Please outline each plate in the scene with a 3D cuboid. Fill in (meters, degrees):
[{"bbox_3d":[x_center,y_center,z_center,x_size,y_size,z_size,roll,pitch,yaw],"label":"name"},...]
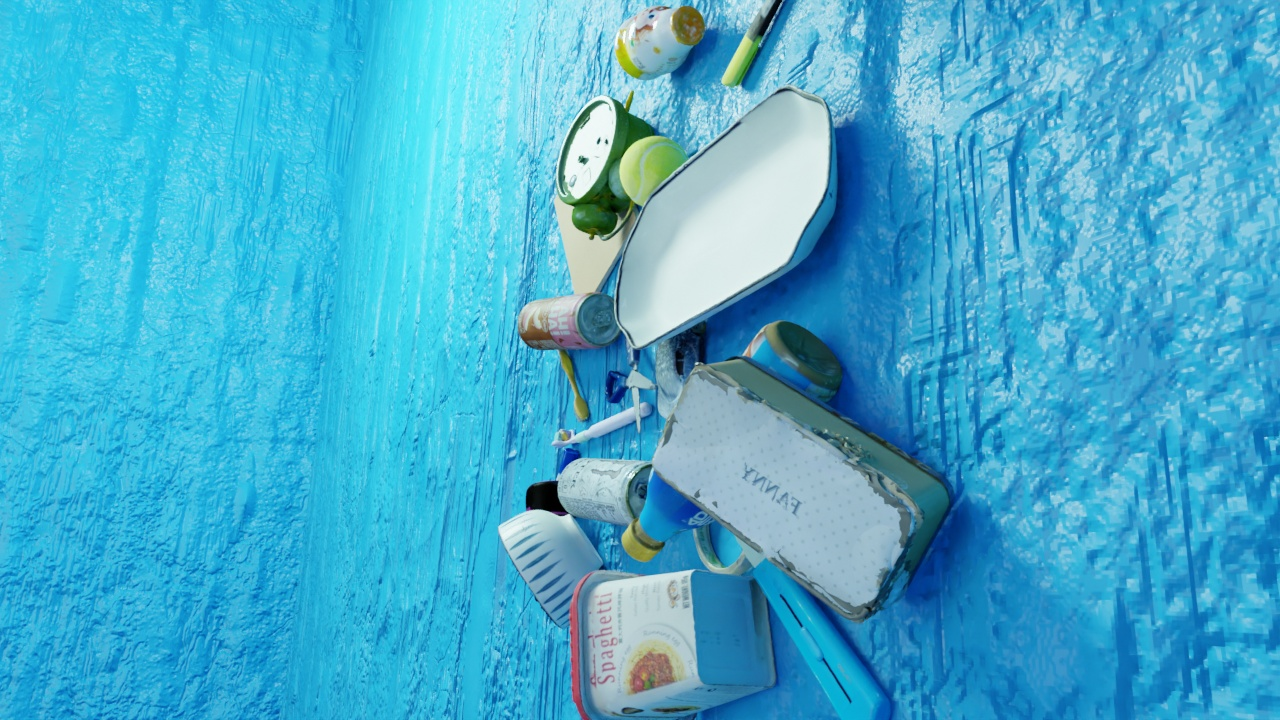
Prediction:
[{"bbox_3d":[0.065,-0.102,0.725,0.267,0.034,0.161,-31,48,49],"label":"plate"}]

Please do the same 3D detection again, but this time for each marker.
[{"bbox_3d":[-0.094,0.163,0.996,0.017,0.017,0.146,43,119,59],"label":"marker"},{"bbox_3d":[0.104,-0.284,0.764,0.124,0.015,0.018,-59,34,30],"label":"marker"}]

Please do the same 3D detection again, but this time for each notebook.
[{"bbox_3d":[-0.054,-0.170,1.038,0.148,0.008,0.207,-57,35,38],"label":"notebook"}]

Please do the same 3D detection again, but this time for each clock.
[{"bbox_3d":[-0.033,-0.194,0.938,0.116,0.056,0.161,-40,45,43],"label":"clock"}]

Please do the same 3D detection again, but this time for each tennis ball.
[{"bbox_3d":[0.014,-0.173,0.842,0.066,0.065,0.065,-31,55,57],"label":"tennis ball"}]

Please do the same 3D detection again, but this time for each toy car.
[{"bbox_3d":[0.032,0.004,0.788,0.049,0.031,0.105,-26,60,59],"label":"toy car"}]

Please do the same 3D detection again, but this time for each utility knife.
[{"bbox_3d":[0.103,0.166,0.599,0.187,0.018,0.034,55,128,51],"label":"utility knife"}]

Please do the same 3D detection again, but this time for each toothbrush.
[{"bbox_3d":[-0.039,0.065,0.921,0.021,0.029,0.190,57,147,-5],"label":"toothbrush"},{"bbox_3d":[-0.085,0.003,1.034,0.191,0.016,0.018,-113,33,-46],"label":"toothbrush"}]

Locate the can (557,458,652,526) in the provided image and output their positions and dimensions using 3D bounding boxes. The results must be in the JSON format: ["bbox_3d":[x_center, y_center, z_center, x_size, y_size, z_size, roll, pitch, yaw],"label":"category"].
[{"bbox_3d":[-0.021,0.118,0.823,0.147,0.058,0.058,-9,73,62],"label":"can"}]

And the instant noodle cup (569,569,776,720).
[{"bbox_3d":[0.024,0.203,0.662,0.124,0.116,0.116,-31,54,42],"label":"instant noodle cup"}]

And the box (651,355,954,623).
[{"bbox_3d":[0.087,0.067,0.551,0.184,0.061,0.090,37,116,32],"label":"box"}]

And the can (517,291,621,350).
[{"bbox_3d":[-0.077,-0.040,0.976,0.147,0.057,0.058,-1,81,59],"label":"can"}]

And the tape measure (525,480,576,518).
[{"bbox_3d":[-0.091,0.149,0.951,0.058,0.057,0.039,104,164,-67],"label":"tape measure"}]

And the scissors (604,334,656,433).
[{"bbox_3d":[-0.010,0.016,0.854,0.161,0.012,0.163,123,157,-52],"label":"scissors"}]

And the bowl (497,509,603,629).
[{"bbox_3d":[-0.078,0.190,0.880,0.066,0.116,0.116,-33,32,-6],"label":"bowl"}]

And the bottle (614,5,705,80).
[{"bbox_3d":[0.020,-0.308,0.878,0.108,0.063,0.063,10,90,63],"label":"bottle"}]

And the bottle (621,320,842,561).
[{"bbox_3d":[0.055,0.069,0.657,0.219,0.065,0.065,-54,36,30],"label":"bottle"}]

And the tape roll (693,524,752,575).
[{"bbox_3d":[0.067,0.120,0.699,0.086,0.014,0.085,-31,55,56],"label":"tape roll"}]
